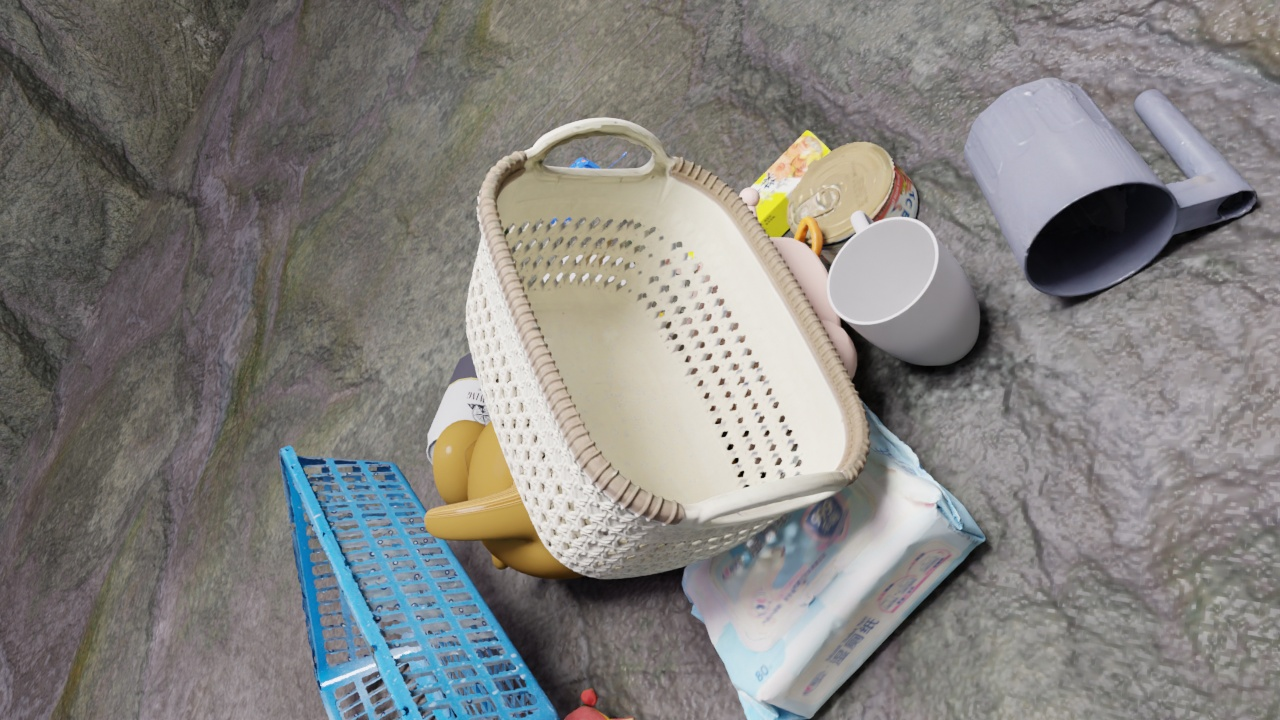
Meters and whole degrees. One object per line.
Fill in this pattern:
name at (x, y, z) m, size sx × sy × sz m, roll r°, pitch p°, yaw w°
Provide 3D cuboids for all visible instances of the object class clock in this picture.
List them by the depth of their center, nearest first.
clock at (0.071, -0.016, 0.621) m, size 0.160 × 0.086 × 0.131 m, roll 63°, pitch 148°, yaw 31°

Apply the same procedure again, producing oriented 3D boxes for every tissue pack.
tissue pack at (0.103, 0.121, 0.548) m, size 0.182 × 0.070 × 0.112 m, roll -50°, pitch 39°, yaw 11°

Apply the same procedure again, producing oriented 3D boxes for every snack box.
snack box at (0.097, -0.115, 0.737) m, size 0.148 × 0.029 × 0.040 m, roll -45°, pitch 41°, yaw 15°

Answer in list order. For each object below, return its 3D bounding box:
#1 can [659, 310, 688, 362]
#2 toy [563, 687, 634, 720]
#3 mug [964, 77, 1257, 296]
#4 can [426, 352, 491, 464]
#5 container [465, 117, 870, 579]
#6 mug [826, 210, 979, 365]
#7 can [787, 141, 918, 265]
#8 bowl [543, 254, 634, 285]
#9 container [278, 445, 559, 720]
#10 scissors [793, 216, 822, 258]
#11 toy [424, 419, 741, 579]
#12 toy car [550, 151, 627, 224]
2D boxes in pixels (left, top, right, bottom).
can at (-0.004, 0.004, 0.734) m, size 0.105 × 0.067 × 0.067 m, roll -18°, pitch 54°, yaw 37°
toy at (-0.031, 0.274, 0.607) m, size 0.084 × 0.046 × 0.103 m, roll -21°, pitch 59°, yaw 8°
mug at (0.265, -0.108, 0.533) m, size 0.124 × 0.084 × 0.103 m, roll -17°, pitch 49°, yaw 9°
can at (-0.151, 0.052, 0.833) m, size 0.064 × 0.064 × 0.127 m, roll -29°, pitch 31°, yaw 30°
container at (0.000, 0.001, 0.520) m, size 0.143 × 0.184 × 0.246 m, roll -57°, pitch 48°, yaw 46°
mug at (0.166, -0.048, 0.576) m, size 0.071 × 0.089 × 0.107 m, roll -37°, pitch 44°, yaw 23°
can at (0.153, -0.112, 0.666) m, size 0.086 × 0.043 × 0.086 m, roll -25°, pitch 49°, yaw 33°
bowl at (-0.069, -0.045, 0.849) m, size 0.150 × 0.043 × 0.149 m, roll -25°, pitch 50°, yaw 33°
container at (-0.159, 0.237, 0.649) m, size 0.362 × 0.089 × 0.257 m, roll 37°, pitch 133°, yaw 50°
scissors at (0.096, -0.052, 0.673) m, size 0.127 × 0.011 × 0.125 m, roll 52°, pitch 131°, yaw 52°
toy at (-0.029, 0.082, 0.652) m, size 0.204 × 0.198 × 0.162 m, roll 1°, pitch 102°, yaw 31°
toy car at (-0.053, -0.172, 0.918) m, size 0.092 × 0.033 × 0.062 m, roll -59°, pitch 33°, yaw -2°
